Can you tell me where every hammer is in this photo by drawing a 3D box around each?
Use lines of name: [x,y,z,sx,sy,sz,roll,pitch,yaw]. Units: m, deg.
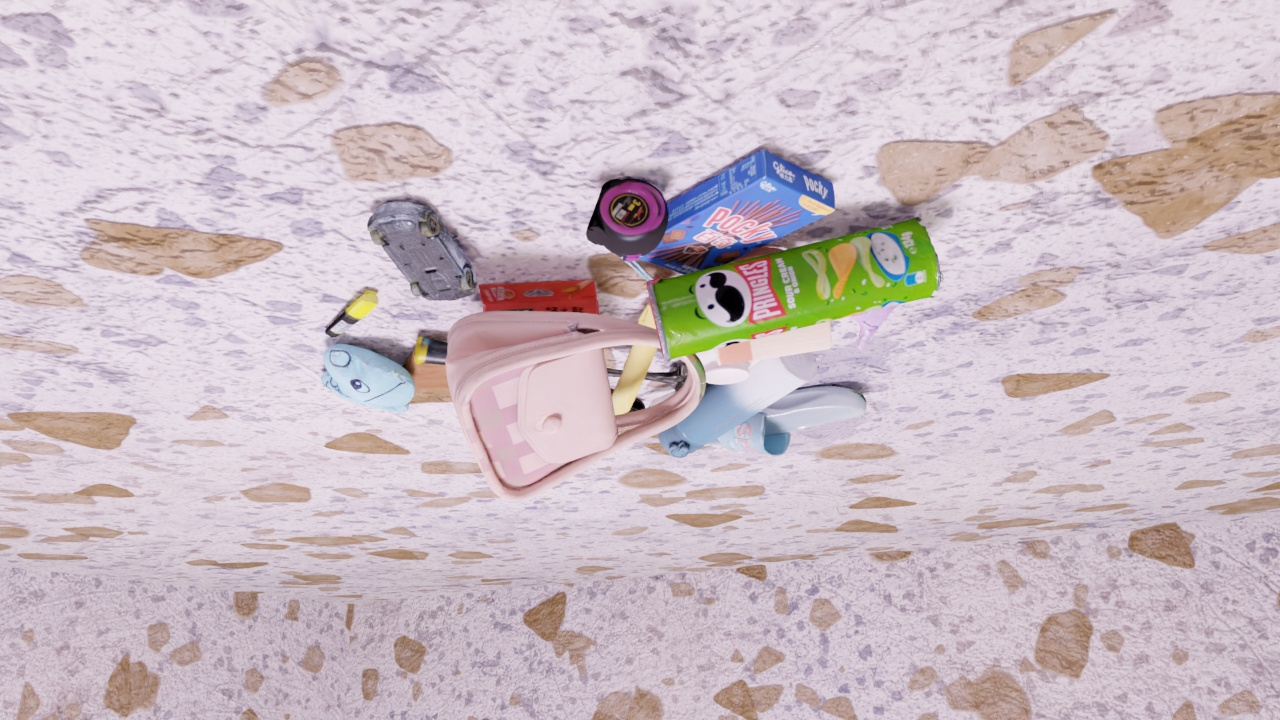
hammer: [-0.081,0.006,1.003,0.323,0.032,0.126,7,179,-13]

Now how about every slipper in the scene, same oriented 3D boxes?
slipper: [0.183,0.090,1.234,0.246,0.074,0.104,-13,158,24]

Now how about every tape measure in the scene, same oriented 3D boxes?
tape measure: [-0.008,-0.107,0.700,0.058,0.057,0.039,14,156,2]

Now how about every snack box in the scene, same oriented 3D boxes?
snack box: [0.068,-0.112,0.736,0.084,0.026,0.158,14,155,-39]
snack box: [-0.094,-0.017,0.896,0.113,0.044,0.127,-3,139,1]

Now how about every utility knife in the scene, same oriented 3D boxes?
utility knife: [-0.006,0.005,0.941,0.031,0.019,0.173,15,117,-13]

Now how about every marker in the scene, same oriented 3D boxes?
marker: [-0.287,-0.044,0.907,0.018,0.015,0.124,13,158,-33]

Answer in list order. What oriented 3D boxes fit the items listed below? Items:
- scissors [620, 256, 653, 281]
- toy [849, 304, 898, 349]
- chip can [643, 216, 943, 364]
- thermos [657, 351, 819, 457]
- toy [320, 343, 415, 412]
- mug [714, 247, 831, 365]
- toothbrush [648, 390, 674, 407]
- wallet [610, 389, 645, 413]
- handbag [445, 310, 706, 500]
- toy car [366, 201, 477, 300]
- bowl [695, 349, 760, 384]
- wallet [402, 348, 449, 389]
scissors: [0.020,-0.063,0.824,0.096,0.017,0.137,38,178,27]
toy: [0.208,-0.060,0.855,0.084,0.039,0.108,-55,142,7]
chip can: [0.125,-0.060,0.767,0.236,0.072,0.072,-14,160,1]
thermos: [0.104,0.045,1.056,0.070,0.070,0.221,13,143,-36]
toy: [-0.304,0.024,1.029,0.156,0.049,0.161,-1,153,33]
mug: [0.117,-0.054,0.844,0.106,0.081,0.115,-7,130,8]
toothbrush: [0.042,0.053,1.152,0.222,0.026,0.026,-25,158,34]
wallet: [-0.069,0.065,1.217,0.123,0.020,0.096,-18,152,36]
handbag: [-0.054,0.032,0.868,0.234,0.093,0.194,-12,138,-3]
toy car: [-0.178,-0.091,0.761,0.054,0.036,0.121,-7,149,14]
bowl: [0.086,-0.013,0.957,0.118,0.064,0.118,-1,159,-1]
wallet: [-0.218,0.013,1.062,0.115,0.020,0.101,6,159,-27]
